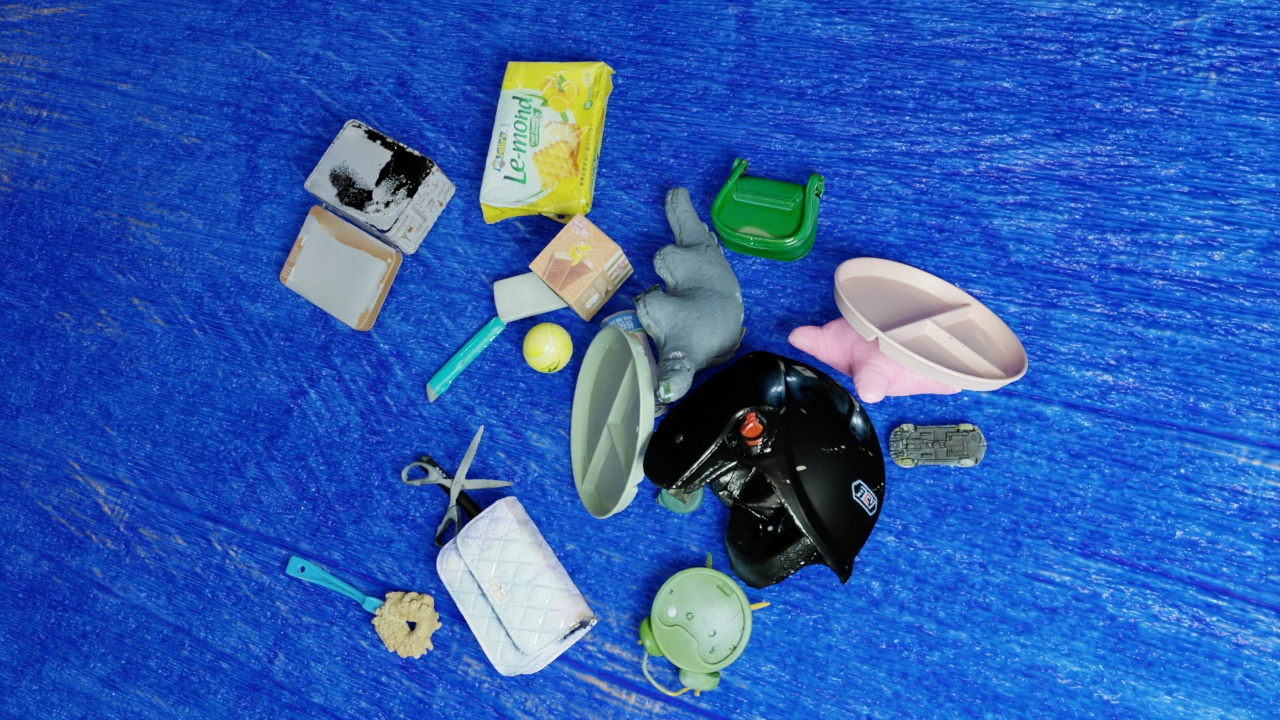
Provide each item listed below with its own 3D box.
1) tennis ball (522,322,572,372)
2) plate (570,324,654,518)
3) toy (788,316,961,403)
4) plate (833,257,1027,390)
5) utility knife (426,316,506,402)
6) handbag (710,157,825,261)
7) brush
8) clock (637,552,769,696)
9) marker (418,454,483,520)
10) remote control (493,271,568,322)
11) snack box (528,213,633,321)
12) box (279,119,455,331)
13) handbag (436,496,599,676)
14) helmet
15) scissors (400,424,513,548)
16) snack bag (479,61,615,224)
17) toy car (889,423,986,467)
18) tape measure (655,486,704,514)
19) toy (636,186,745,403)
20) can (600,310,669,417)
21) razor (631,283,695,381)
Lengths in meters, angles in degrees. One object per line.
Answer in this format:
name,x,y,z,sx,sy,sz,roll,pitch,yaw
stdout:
tennis ball,-0.121,-0.017,1.201,0.065,0.065,0.065,-4,75,15
plate,-0.035,0.073,1.093,0.027,0.231,0.230,6,74,-23
toy,0.287,-0.011,1.048,0.178,0.075,0.194,-19,37,-24
plate,0.316,-0.041,1.015,0.229,0.228,0.028,38,126,21
utility knife,-0.226,-0.017,1.260,0.193,0.013,0.029,-45,72,1
handbag,0.160,-0.192,1.160,0.131,0.068,0.120,12,79,19
brush,-0.368,0.314,1.209,0.255,0.046,0.083,17,86,24
clock,0.064,0.314,1.066,0.116,0.056,0.161,38,89,22
marker,-0.248,0.173,1.216,0.132,0.020,0.022,40,119,20
remote control,-0.124,-0.096,1.241,0.150,0.021,0.058,-13,76,8
snack box,-0.074,-0.118,1.175,0.077,0.093,0.094,42,88,16
box,-0.408,-0.193,1.323,0.178,0.088,0.262,30,84,20
handbag,-0.156,0.282,1.130,0.134,0.075,0.194,-40,70,3
helmet,0.149,0.115,0.991,0.230,0.233,0.275,-49,39,-9
scissors,-0.241,0.158,1.194,0.159,0.014,0.177,29,102,21
snack bag,-0.125,-0.303,1.274,0.158,0.068,0.246,6,78,17
toy car,0.340,0.098,1.051,0.106,0.031,0.049,-2,76,18
tape measure,0.051,0.160,1.126,0.054,0.025,0.058,25,85,22
toy,0.065,-0.066,1.111,0.092,0.138,0.355,-30,36,34
can,-0.007,0.007,1.167,0.053,0.053,0.134,-22,71,10
razor,0.034,-0.034,1.182,0.043,0.022,0.142,-30,70,10
